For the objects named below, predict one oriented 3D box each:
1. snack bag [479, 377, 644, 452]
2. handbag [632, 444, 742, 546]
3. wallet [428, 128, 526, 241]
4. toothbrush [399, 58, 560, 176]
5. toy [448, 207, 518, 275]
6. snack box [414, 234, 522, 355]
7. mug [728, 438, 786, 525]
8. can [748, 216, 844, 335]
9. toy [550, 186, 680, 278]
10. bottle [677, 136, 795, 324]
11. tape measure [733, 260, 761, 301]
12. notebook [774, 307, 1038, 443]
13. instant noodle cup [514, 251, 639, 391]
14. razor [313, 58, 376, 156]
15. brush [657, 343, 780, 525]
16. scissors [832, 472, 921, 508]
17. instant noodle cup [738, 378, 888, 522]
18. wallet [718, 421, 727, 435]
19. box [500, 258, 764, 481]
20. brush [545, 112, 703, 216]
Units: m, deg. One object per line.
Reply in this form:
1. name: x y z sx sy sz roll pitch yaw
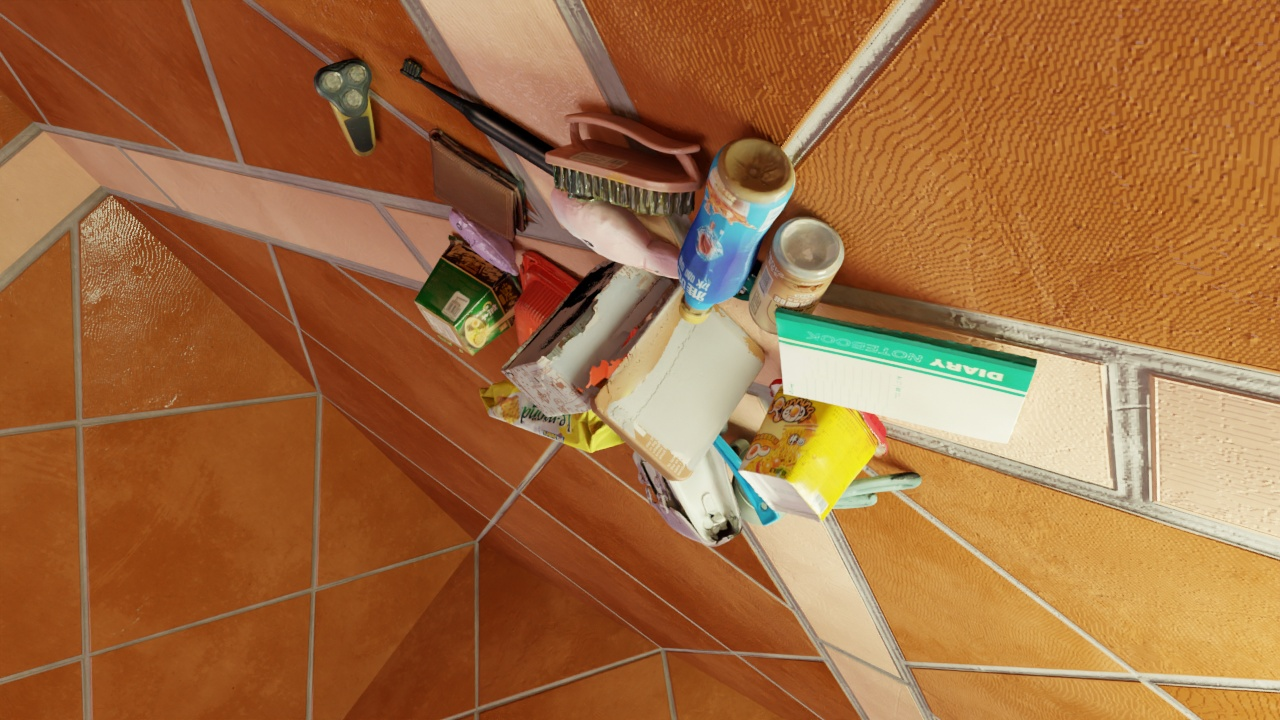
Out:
1. snack bag: -0.088 0.055 1.263 0.247 0.157 0.068 14 109 42
2. handbag: 0.062 0.168 1.218 0.145 0.098 0.197 63 170 0
3. wallet: -0.186 -0.198 1.040 0.124 0.032 0.101 32 155 9
4. toothbrush: -0.154 -0.240 0.911 0.212 0.026 0.027 34 124 9
5. toy: -0.193 -0.151 1.134 0.108 0.039 0.084 43 179 -21
6. snack box: -0.233 -0.080 1.238 0.118 0.105 0.118 30 159 24
7. mug: 0.150 0.145 1.174 0.111 0.082 0.106 54 167 23
8. can: 0.130 -0.069 0.782 0.058 0.058 0.116 33 158 9
9. toy: -0.016 -0.121 0.888 0.159 0.054 0.121 30 -175 1
10. bottle: 0.069 -0.097 0.781 0.065 0.065 0.219 34 153 7
11. tape measure: 0.092 -0.080 0.865 0.054 0.025 0.058 41 159 -10
12. notebook: 0.223 0.014 0.799 0.209 0.012 0.150 13 155 19
13. instant noodle cup: -0.092 -0.038 1.158 0.189 0.079 0.165 35 155 17
14. razor: -0.328 -0.282 1.053 0.067 0.062 0.168 65 166 10
15. brush: 0.083 0.081 1.068 0.083 0.045 0.254 -35 89 33
16. scissors: 0.240 0.147 1.029 0.170 0.019 0.182 10 157 -40
17. instant noodle cup: 0.175 0.093 0.958 0.116 0.123 0.116 6 144 53
18. wallet: 0.057 0.039 1.146 0.106 0.036 0.130 26 156 23
19. box: -0.011 0.006 0.988 0.197 0.180 0.158 43 156 -15
20. brush: -0.010 -0.170 0.793 0.146 0.063 0.073 21 124 31
